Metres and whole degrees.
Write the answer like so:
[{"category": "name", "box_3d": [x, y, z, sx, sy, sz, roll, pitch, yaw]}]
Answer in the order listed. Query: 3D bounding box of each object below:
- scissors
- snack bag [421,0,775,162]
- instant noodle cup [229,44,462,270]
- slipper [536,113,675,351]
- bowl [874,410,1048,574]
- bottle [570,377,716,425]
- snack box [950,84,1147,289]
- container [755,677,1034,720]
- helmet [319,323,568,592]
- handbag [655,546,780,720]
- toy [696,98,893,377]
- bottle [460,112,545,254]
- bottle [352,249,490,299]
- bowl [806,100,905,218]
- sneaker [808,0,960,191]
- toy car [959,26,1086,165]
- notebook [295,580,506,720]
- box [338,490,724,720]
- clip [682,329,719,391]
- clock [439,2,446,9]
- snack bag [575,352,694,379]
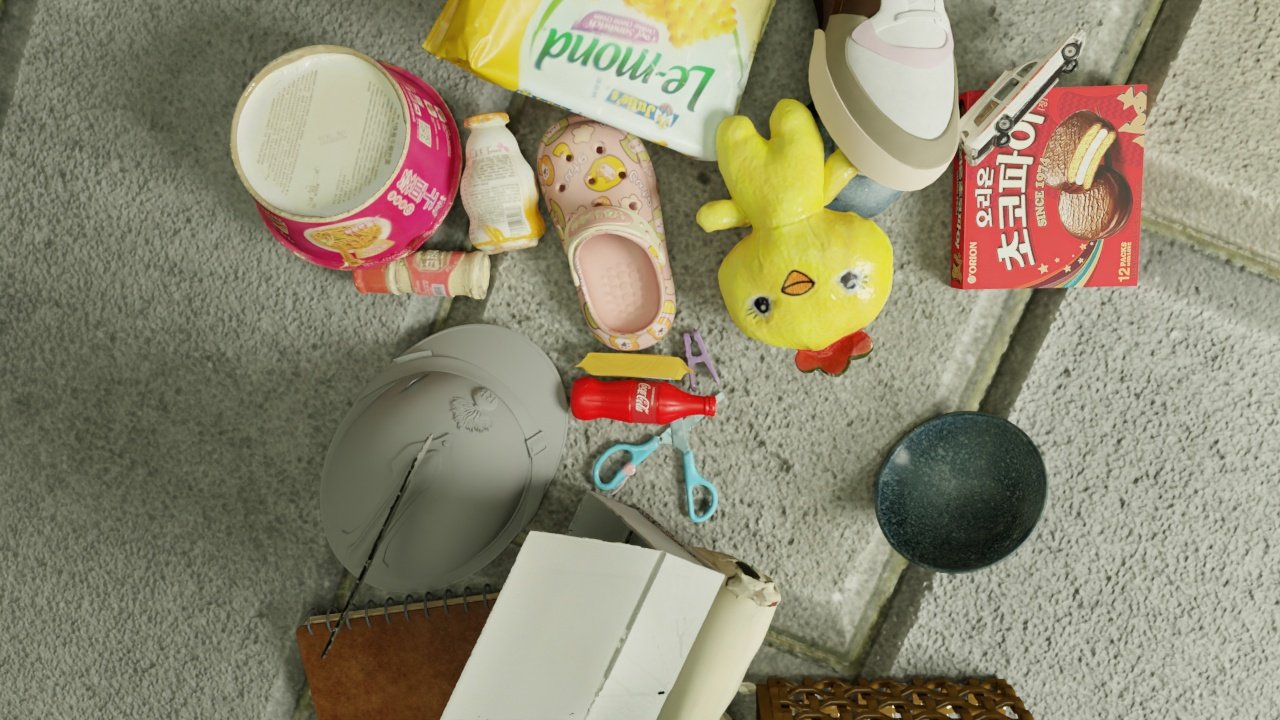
[{"category": "scissors", "box_3d": [0.030, 0.085, 0.785, 0.135, 0.015, 0.129, -40, 92, 10]}, {"category": "snack bag", "box_3d": [-0.020, -0.257, 0.680, 0.247, 0.068, 0.160, 15, 102, -24]}, {"category": "instant noodle cup", "box_3d": [-0.236, -0.165, 0.715, 0.179, 0.078, 0.178, -1, 83, 5]}, {"category": "slipper", "box_3d": [-0.023, -0.101, 0.730, 0.093, 0.081, 0.197, -16, 98, 4]}, {"category": "bowl", "box_3d": [0.265, 0.114, 0.741, 0.137, 0.137, 0.057, -45, 133, 8]}, {"category": "bottle", "box_3d": [0.003, 0.035, 0.762, 0.119, 0.036, 0.036, 3, 98, 9]}, {"category": "snack box", "box_3d": [0.319, -0.134, 0.724, 0.133, 0.035, 0.152, -1, 98, 4]}, {"category": "container", "box_3d": [0.204, 0.399, 0.695, 0.214, 0.251, 0.219, -1, 97, 4]}, {"category": "helmet", "box_3d": [-0.178, 0.098, 0.746, 0.183, 0.117, 0.271, 38, 102, -2]}, {"category": "handbag", "box_3d": [0.052, 0.268, 0.732, 0.132, 0.184, 0.229, 23, 86, -4]}, {"category": "toy", "box_3d": [0.120, -0.092, 0.705, 0.134, 0.092, 0.208, -15, 111, 18]}, {"category": "bottle", "box_3d": [-0.114, -0.142, 0.738, 0.063, 0.063, 0.109, -9, 97, 5]}, {"category": "bottle", "box_3d": [-0.181, -0.074, 0.763, 0.109, 0.044, 0.044, 3, 98, 3]}, {"category": "bowl", "box_3d": [0.173, -0.167, 0.720, 0.110, 0.055, 0.110, 0, 98, 3]}, {"category": "sneaker", "box_3d": [0.182, -0.272, 0.642, 0.111, 0.117, 0.293, -7, 82, -20]}, {"category": "toy car", "box_3d": [0.279, -0.199, 0.682, 0.039, 0.039, 0.113, 44, 98, 19]}, {"category": "notebook", "box_3d": [-0.180, 0.285, 0.817, 0.225, 0.024, 0.167, -9, 101, 5]}, {"category": "box", "box_3d": [-0.063, 0.184, 0.632, 0.165, 0.330, 0.167, 24, 88, 26]}, {"category": "clip", "box_3d": [0.050, -0.001, 0.770, 0.032, 0.013, 0.051, -12, 89, 0]}, {"category": "clock", "box_3d": [-0.097, -0.299, 0.720, 0.083, 0.057, 0.117, 42, 91, -2]}, {"category": "snack bag", "box_3d": [-0.005, 0.004, 0.763, 0.099, 0.026, 0.020, 3, 84, 15]}]
